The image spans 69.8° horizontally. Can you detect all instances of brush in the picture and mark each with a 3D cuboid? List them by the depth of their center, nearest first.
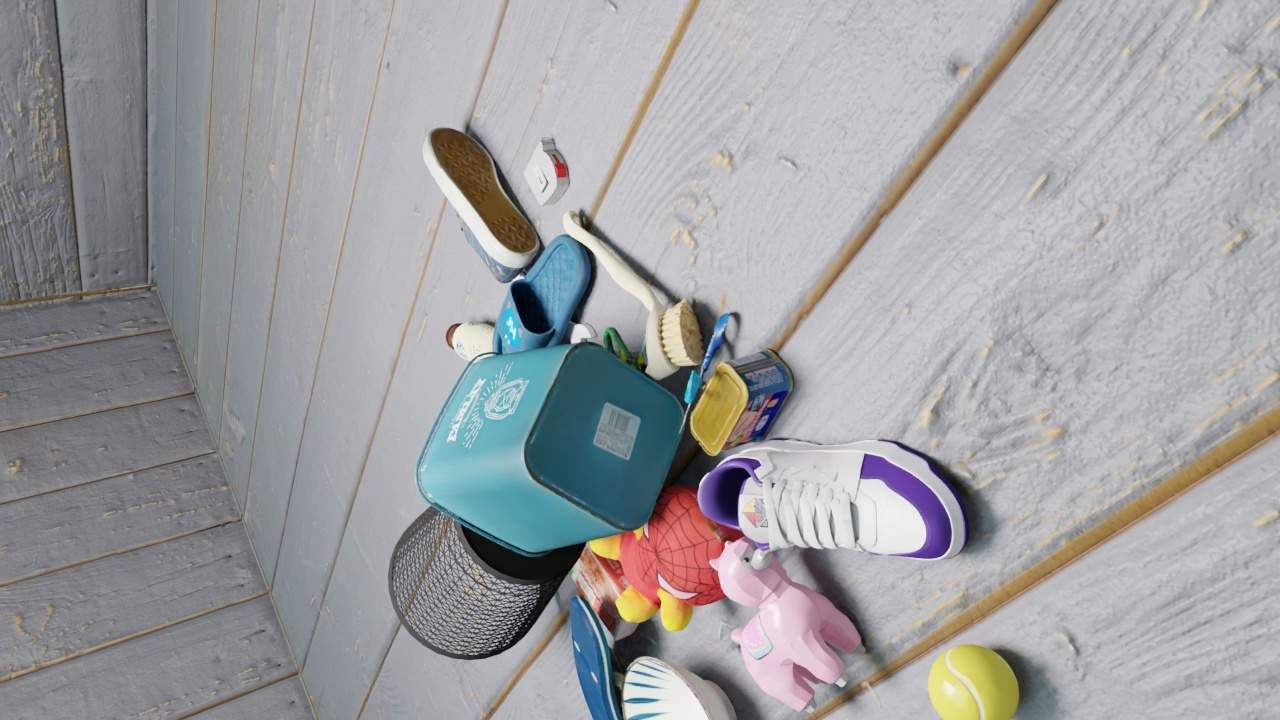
[{"bbox_3d":[-0.016,-0.082,0.972,0.272,0.077,0.062,54,175,38],"label":"brush"}]

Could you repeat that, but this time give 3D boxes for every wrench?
[{"bbox_3d":[-0.132,-0.082,1.162,0.273,0.009,0.047,44,133,37],"label":"wrench"}]

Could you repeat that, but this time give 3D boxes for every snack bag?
[{"bbox_3d":[-0.041,0.279,1.137,0.116,0.036,0.077,47,135,34],"label":"snack bag"}]

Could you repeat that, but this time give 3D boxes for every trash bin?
[{"bbox_3d":[-0.087,0.089,0.957,0.219,0.199,0.196,-17,45,56],"label":"trash bin"},{"bbox_3d":[-0.184,0.237,1.156,0.217,0.216,0.244,63,143,18],"label":"trash bin"}]

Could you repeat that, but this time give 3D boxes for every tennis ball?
[{"bbox_3d":[0.255,0.251,0.703,0.065,0.065,0.065,22,119,49],"label":"tennis ball"}]

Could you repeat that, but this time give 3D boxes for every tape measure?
[{"bbox_3d":[-0.111,-0.219,1.080,0.062,0.020,0.060,63,142,18],"label":"tape measure"}]

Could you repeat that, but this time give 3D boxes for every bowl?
[{"bbox_3d":[0.058,0.403,1.016,0.177,0.070,0.177,21,118,49],"label":"bowl"}]

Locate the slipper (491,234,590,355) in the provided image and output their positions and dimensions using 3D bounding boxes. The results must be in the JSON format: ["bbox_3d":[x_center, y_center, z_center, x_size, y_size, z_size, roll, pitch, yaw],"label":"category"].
[{"bbox_3d":[-0.130,-0.064,1.105,0.214,0.059,0.103,-54,54,32],"label":"slipper"}]

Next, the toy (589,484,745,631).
[{"bbox_3d":[0.033,0.199,0.959,0.147,0.098,0.217,60,144,5],"label":"toy"}]

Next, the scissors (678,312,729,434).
[{"bbox_3d":[0.061,0.011,0.880,0.014,0.127,0.133,21,83,9],"label":"scissors"}]

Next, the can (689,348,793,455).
[{"bbox_3d":[0.092,0.039,0.858,0.054,0.058,0.100,52,137,30],"label":"can"}]

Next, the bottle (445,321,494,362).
[{"bbox_3d":[-0.214,-0.022,1.253,0.162,0.056,0.056,15,113,51],"label":"bottle"}]

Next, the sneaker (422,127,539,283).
[{"bbox_3d":[-0.215,-0.197,1.174,0.235,0.087,0.079,56,138,20],"label":"sneaker"}]

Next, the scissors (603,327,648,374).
[{"bbox_3d":[-0.004,0.005,1.018,0.125,0.011,0.132,57,140,26],"label":"scissors"}]

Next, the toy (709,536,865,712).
[{"bbox_3d":[0.124,0.238,0.845,0.157,0.067,0.124,41,133,12],"label":"toy"}]

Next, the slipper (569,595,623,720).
[{"bbox_3d":[-0.037,0.395,1.144,0.118,0.060,0.295,41,146,46],"label":"slipper"}]

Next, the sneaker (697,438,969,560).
[{"bbox_3d":[0.144,0.120,0.769,0.245,0.111,0.092,4,105,53],"label":"sneaker"}]
